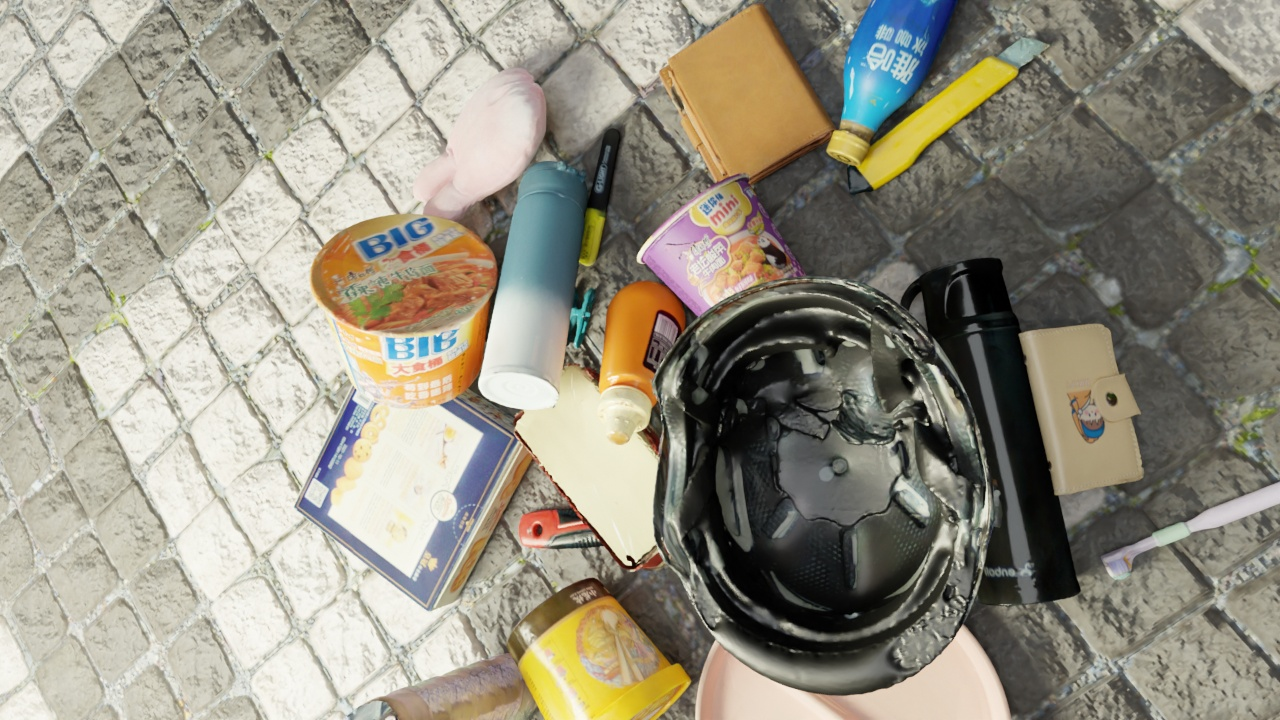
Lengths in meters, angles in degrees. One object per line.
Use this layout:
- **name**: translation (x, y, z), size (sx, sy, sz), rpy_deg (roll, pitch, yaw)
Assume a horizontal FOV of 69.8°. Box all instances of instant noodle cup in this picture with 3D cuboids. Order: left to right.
- **instant noodle cup**: translation (-0.197, -0.037, 0.789), size (0.151, 0.151, 0.112), rpy_deg (31, 141, 19)
- **instant noodle cup**: translation (-0.040, 0.249, 0.738), size (0.118, 0.118, 0.114), rpy_deg (-46, 65, 11)
- **instant noodle cup**: translation (0.070, -0.076, 0.725), size (0.112, 0.111, 0.099), rpy_deg (-40, 82, 13)

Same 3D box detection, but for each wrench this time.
- **wrench**: translation (0.021, 0.144, 0.772), size (0.274, 0.016, 0.056), rpy_deg (-1, 81, 20)

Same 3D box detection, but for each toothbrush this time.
- **toothbrush**: translation (0.412, 0.104, 0.629), size (0.189, 0.029, 0.021), rpy_deg (-29, 39, 15)

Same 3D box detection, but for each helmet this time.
- **helmet**: translation (0.131, 0.077, 0.658), size (0.230, 0.156, 0.274), rpy_deg (-13, 90, 22)

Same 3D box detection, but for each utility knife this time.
- **utility knife**: translation (0.236, -0.190, 0.717), size (0.181, 0.015, 0.033), rpy_deg (-37, 80, 14)

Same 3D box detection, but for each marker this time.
- **marker**: translation (-0.037, -0.146, 0.814), size (0.018, 0.015, 0.124), rpy_deg (12, 89, 17)

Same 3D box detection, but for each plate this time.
- **plate**: translation (0.156, 0.273, 0.688), size (0.230, 0.028, 0.229), rpy_deg (-4, 75, 16)

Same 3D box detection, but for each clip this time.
- **clip**: translation (-0.056, -0.039, 0.814), size (0.047, 0.014, 0.057), rpy_deg (13, 92, 19)

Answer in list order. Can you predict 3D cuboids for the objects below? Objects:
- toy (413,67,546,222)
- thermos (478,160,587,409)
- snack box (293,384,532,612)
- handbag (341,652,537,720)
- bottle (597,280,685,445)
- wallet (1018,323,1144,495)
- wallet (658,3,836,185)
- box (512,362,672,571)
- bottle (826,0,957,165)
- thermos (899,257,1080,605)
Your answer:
- **toy**: translation (-0.145, -0.190, 0.827), size (0.160, 0.054, 0.121), rpy_deg (-42, 45, 17)
- **thermos**: translation (-0.085, -0.069, 0.763), size (0.070, 0.070, 0.220), rpy_deg (-5, 59, 20)
- **snack box**: translation (-0.208, 0.104, 0.843), size (0.182, 0.045, 0.178), rpy_deg (31, 97, 19)
- **handbag**: translation (-0.179, 0.307, 0.739), size (0.134, 0.193, 0.075), rpy_deg (-45, 71, 12)
- **bottle**: translation (-0.004, 0.004, 0.730), size (0.067, 0.067, 0.149), rpy_deg (-5, 47, 20)
- **wallet**: translation (0.314, 0.032, 0.646), size (0.087, 0.024, 0.115), rpy_deg (-6, 79, -23)
- **wallet**: translation (0.086, -0.216, 0.766), size (0.108, 0.031, 0.131), rpy_deg (-30, 76, 13)
- **box**: translation (-0.024, 0.084, 0.750), size (0.091, 0.075, 0.168), rpy_deg (-45, 68, 7)
- **bottle**: translation (0.202, -0.257, 0.708), size (0.065, 0.065, 0.219), rpy_deg (26, 96, 20)
- **thermos**: translation (0.250, 0.052, 0.675), size (0.090, 0.068, 0.242), rpy_deg (-20, 76, 49)
